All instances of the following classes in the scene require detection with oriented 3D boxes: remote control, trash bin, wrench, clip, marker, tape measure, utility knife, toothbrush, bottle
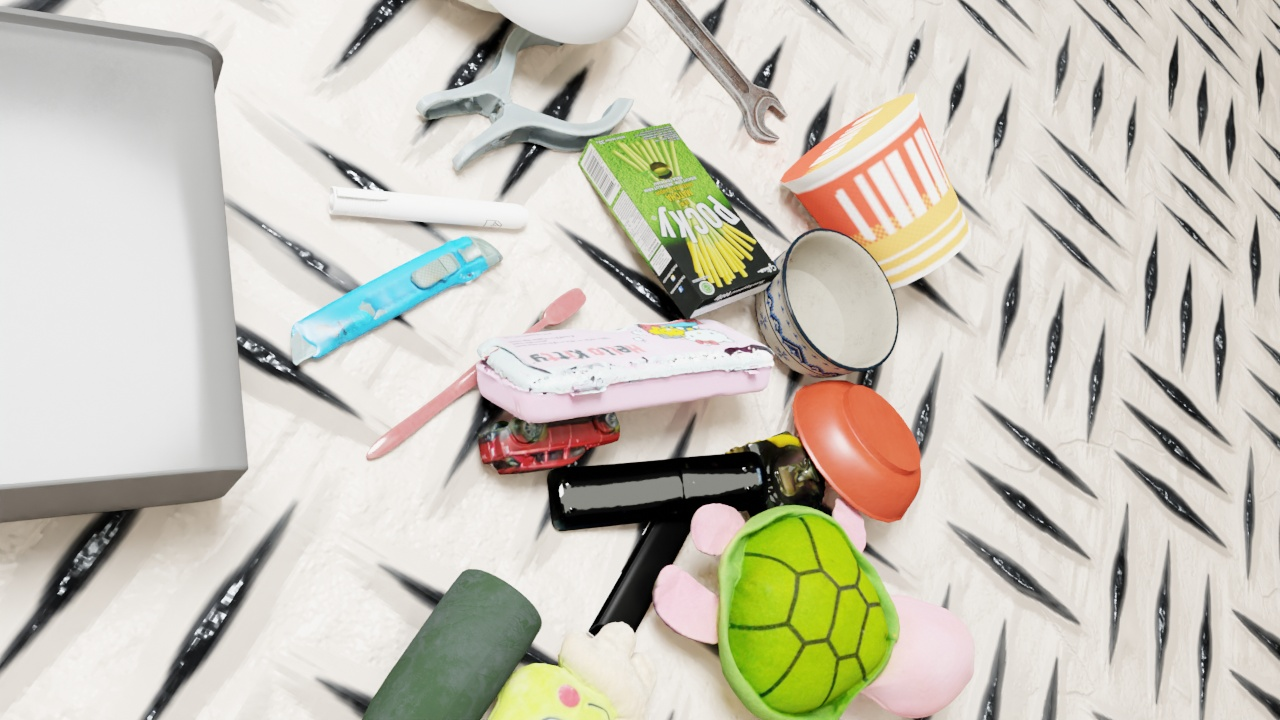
[{"bbox_3d":[0.007,0.132,0.597,0.028,0.012,0.124,42,55,-12],"label":"remote control"},{"bbox_3d":[-0.292,-0.042,0.422,0.191,0.098,0.219,-2,75,-33],"label":"trash bin"},{"bbox_3d":[0.015,0.084,0.601,0.151,0.020,0.041,-3,75,-18],"label":"remote control"},{"bbox_3d":[0.031,-0.294,0.776,0.273,0.010,0.069,47,54,-9],"label":"wrench"},{"bbox_3d":[-0.063,-0.165,0.656,0.143,0.029,0.171,47,55,-6],"label":"clip"},{"bbox_3d":[-0.132,-0.098,0.591,0.133,0.020,0.017,0,71,-33],"label":"marker"},{"bbox_3d":[0.103,0.086,0.659,0.062,0.038,0.067,-12,78,-36],"label":"tape measure"},{"bbox_3d":[-0.148,-0.041,0.563,0.158,0.015,0.031,-38,89,-35],"label":"utility knife"},{"bbox_3d":[-0.100,0.006,0.579,0.184,0.016,0.015,-41,96,-33],"label":"toothbrush"},{"bbox_3d":[-0.119,0.191,0.469,0.055,0.055,0.173,43,56,-12],"label":"bottle"}]

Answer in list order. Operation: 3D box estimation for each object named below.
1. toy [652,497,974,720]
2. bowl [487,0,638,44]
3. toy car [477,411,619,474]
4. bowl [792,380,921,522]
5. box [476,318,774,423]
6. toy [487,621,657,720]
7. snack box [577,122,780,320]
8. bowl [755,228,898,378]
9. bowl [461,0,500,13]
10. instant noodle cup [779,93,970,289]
[{"bbox_3d":[0.117,0.174,0.605,0.238,0.088,0.189,30,65,-20],"label":"toy"},{"bbox_3d":[-0.056,-0.293,0.625,0.149,0.043,0.149,11,67,-28],"label":"bowl"},{"bbox_3d":[-0.055,0.049,0.571,0.091,0.042,0.036,-10,85,-34],"label":"toy car"},{"bbox_3d":[0.170,0.059,0.687,0.122,0.035,0.121,30,35,-25],"label":"bowl"},{"bbox_3d":[-0.003,0.002,0.591,0.201,0.086,0.044,-6,109,-37],"label":"box"},{"bbox_3d":[-0.034,0.202,0.524,0.092,0.046,0.115,53,51,-7],"label":"toy"},{"bbox_3d":[0.028,-0.105,0.671,0.080,0.025,0.147,-22,71,-36],"label":"snack box"},{"bbox_3d":[0.138,-0.038,0.716,0.115,0.059,0.115,12,66,-29],"label":"bowl"},{"bbox_3d":[-0.116,-0.323,0.663,0.219,0.060,0.188,14,66,-27],"label":"bowl"},{"bbox_3d":[0.202,-0.134,0.763,0.123,0.124,0.121,-45,106,-36],"label":"instant noodle cup"}]
